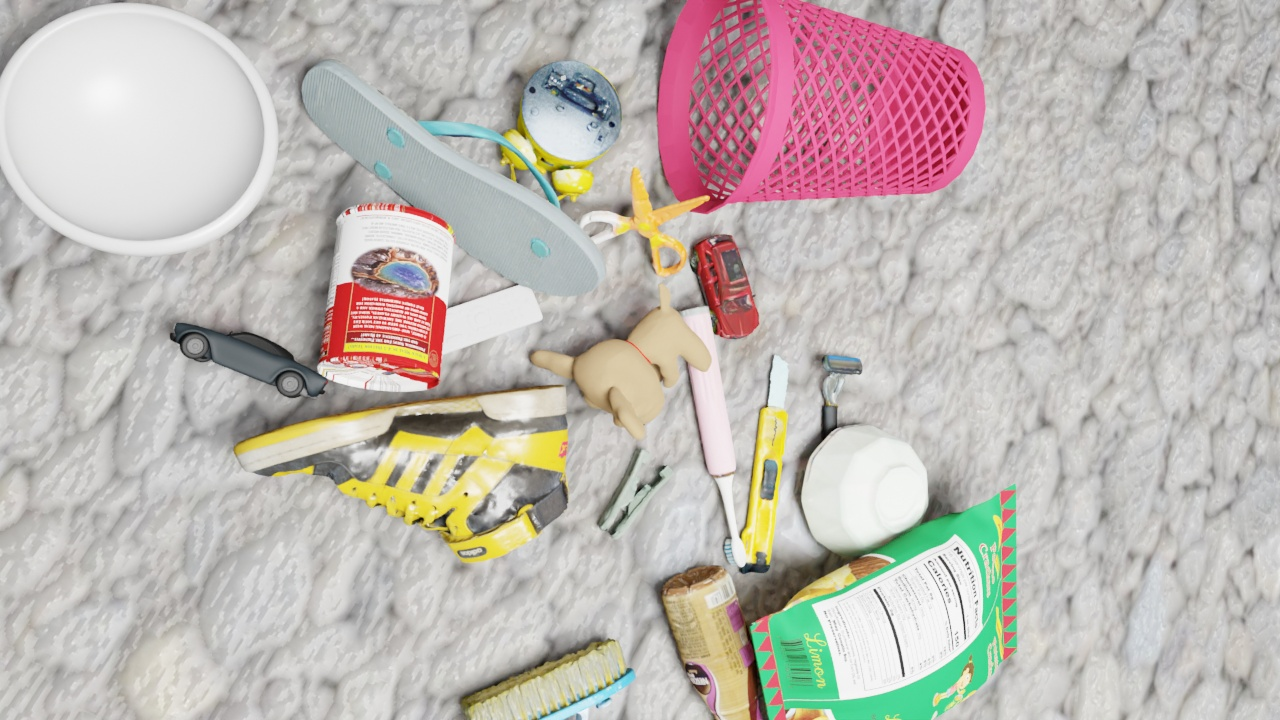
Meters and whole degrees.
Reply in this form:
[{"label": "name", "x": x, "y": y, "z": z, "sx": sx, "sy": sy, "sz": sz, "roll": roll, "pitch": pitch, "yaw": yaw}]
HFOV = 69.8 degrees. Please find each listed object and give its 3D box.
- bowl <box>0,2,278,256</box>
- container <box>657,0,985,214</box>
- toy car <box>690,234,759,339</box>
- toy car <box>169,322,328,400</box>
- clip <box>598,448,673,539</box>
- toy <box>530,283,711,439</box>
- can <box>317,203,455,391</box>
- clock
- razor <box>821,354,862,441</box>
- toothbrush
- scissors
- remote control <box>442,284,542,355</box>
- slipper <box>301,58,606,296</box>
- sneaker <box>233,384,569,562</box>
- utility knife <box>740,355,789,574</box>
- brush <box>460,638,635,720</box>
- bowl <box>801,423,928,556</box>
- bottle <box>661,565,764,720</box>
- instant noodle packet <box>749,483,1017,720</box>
[{"label": "bowl", "x": -0.350, "y": -0.157, "z": 0.654, "sx": 0.176, "sy": 0.066, "sz": 0.176, "roll": 2, "pitch": 84, "yaw": -16}, {"label": "container", "x": 0.155, "y": -0.209, "z": 0.763, "sx": 0.225, "sy": 0.183, "sz": 0.183, "roll": -1, "pitch": 85, "yaw": -24}, {"label": "toy car", "x": 0.075, "y": -0.063, "z": 0.789, "sx": 0.042, "sy": 0.036, "sz": 0.091, "roll": -17, "pitch": 96, "yaw": -18}, {"label": "toy car", "x": -0.283, "y": -0.002, "z": 0.671, "sx": 0.112, "sy": 0.046, "sz": 0.034, "roll": 24, "pitch": 80, "yaw": -15}, {"label": "clip", "x": -0.012, "y": 0.106, "z": 0.754, "sx": 0.078, "sy": 0.023, "sz": 0.050, "roll": -40, "pitch": 95, "yaw": -18}, {"label": "toy", "x": -0.004, "y": 0.004, "z": 0.732, "sx": 0.108, "sy": 0.134, "sz": 0.106, "roll": -42, "pitch": 139, "yaw": -17}, {"label": "can", "x": -0.184, "y": -0.044, "z": 0.672, "sx": 0.086, "sy": 0.087, "sz": 0.116, "roll": 7, "pitch": 73, "yaw": -16}, {"label": "clock", "x": -0.065, "y": -0.184, "z": 0.746, "sx": 0.083, "sy": 0.057, "sz": 0.118, "roll": 26, "pitch": 78, "yaw": -13}, {"label": "razor", "x": 0.169, "y": 0.068, "z": 0.812, "sx": 0.042, "sy": 0.022, "sz": 0.144, "roll": 6, "pitch": 88, "yaw": -27}, {"label": "toothbrush", "x": 0.063, "y": 0.064, "z": 0.777, "sx": 0.027, "sy": 0.027, "sz": 0.222, "roll": -8, "pitch": 87, "yaw": -37}, {"label": "scissors", "x": -0.002, "y": -0.110, "z": 0.741, "sx": 0.128, "sy": 0.125, "sz": 0.011, "roll": 1, "pitch": 55, "yaw": 11}, {"label": "remote control", "x": -0.144, "y": -0.026, "z": 0.731, "sx": 0.130, "sy": 0.012, "sz": 0.033, "roll": -21, "pitch": 83, "yaw": -17}, {"label": "slipper", "x": -0.138, "y": -0.140, "z": 0.713, "sx": 0.269, "sy": 0.098, "sz": 0.054, "roll": 34, "pitch": 52, "yaw": -3}, {"label": "sneaker", "x": -0.164, "y": 0.091, "z": 0.676, "sx": 0.238, "sy": 0.086, "sz": 0.122, "roll": -9, "pitch": 90, "yaw": -15}, {"label": "utility knife", "x": 0.109, "y": 0.090, "z": 0.796, "sx": 0.030, "sy": 0.018, "sz": 0.191, "roll": 12, "pitch": 79, "yaw": -24}, {"label": "brush", "x": -0.064, "y": 0.272, "z": 0.704, "sx": 0.135, "sy": 0.055, "sz": 0.075, "roll": -19, "pitch": 86, "yaw": -17}, {"label": "bowl", "x": 0.202, "y": 0.114, "z": 0.782, "sx": 0.117, "sy": 0.061, "sz": 0.117, "roll": -1, "pitch": 91, "yaw": -27}, {"label": "bottle", "x": 0.068, "y": 0.253, "z": 0.743, "sx": 0.059, "sy": 0.060, "sz": 0.166, "roll": -19, "pitch": 91, "yaw": -17}, {"label": "instant noodle packet", "x": 0.211, "y": 0.230, "z": 0.753, "sx": 0.252, "sy": 0.090, "sz": 0.196, "roll": -23, "pitch": 120, "yaw": -16}]
